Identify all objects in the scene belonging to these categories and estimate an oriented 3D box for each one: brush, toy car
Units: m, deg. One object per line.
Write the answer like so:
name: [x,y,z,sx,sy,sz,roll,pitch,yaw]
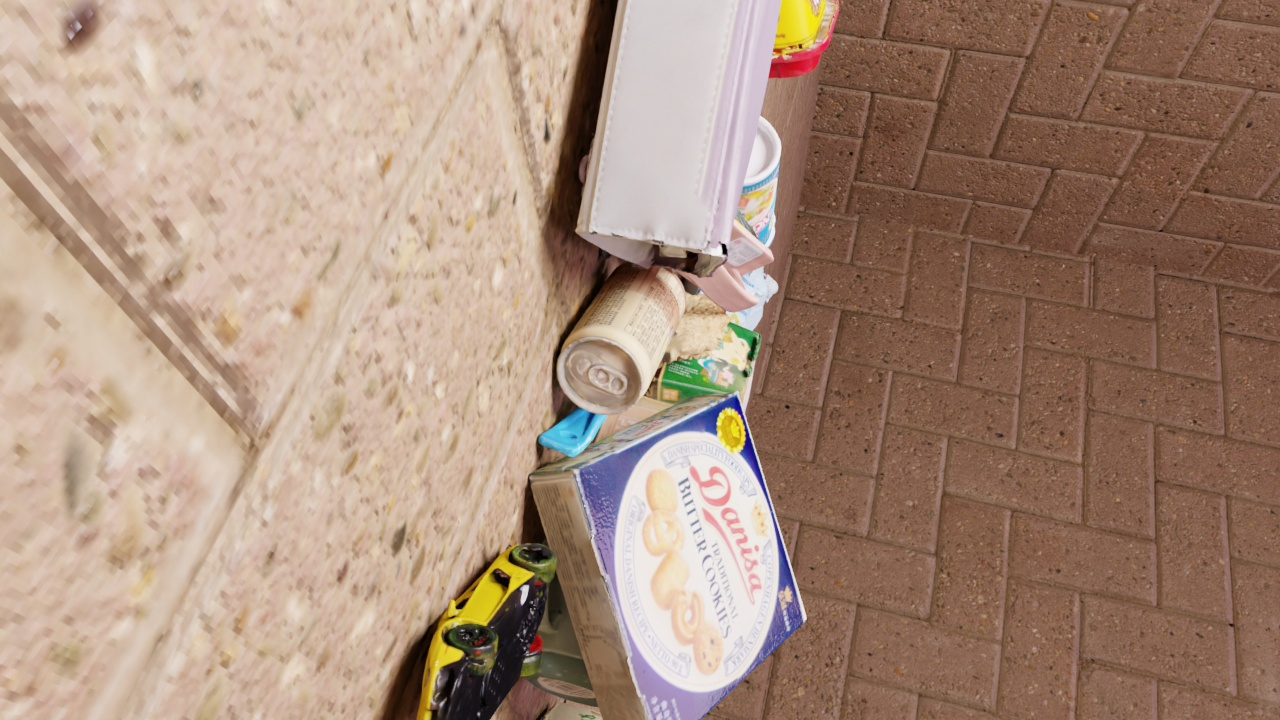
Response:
brush: [-0.004,0.004,0.655,0.253,0.083,0.046,-47,155,-56]
toy car: [-0.078,0.142,0.455,0.155,0.041,0.071,-48,149,-73]
brush: [0.050,-0.080,0.665,0.145,0.063,0.073,21,50,-65]

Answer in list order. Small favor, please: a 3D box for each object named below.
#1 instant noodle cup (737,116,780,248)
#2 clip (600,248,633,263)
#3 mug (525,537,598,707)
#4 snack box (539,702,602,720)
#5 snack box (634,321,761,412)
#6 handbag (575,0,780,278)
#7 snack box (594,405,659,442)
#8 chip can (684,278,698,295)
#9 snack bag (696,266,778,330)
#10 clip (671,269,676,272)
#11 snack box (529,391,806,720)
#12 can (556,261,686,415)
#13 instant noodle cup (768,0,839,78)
instant noodle cup: [0.070,-0.143,0.746,0.110,0.099,0.099,93,12,-68]
clip: [-0.014,-0.085,0.627,0.056,0.028,0.024,-81,179,-57]
mug: [-0.039,0.167,0.622,0.112,0.082,0.106,51,47,-42]
snack box: [-0.078,0.397,0.694,0.114,0.063,0.240,24,79,-79]
snack box: [0.043,0.022,0.797,0.118,0.106,0.118,92,15,-47]
handbag: [0.026,-0.153,0.524,0.145,0.098,0.197,11,90,-78]
snack box: [0.008,0.099,0.728,0.077,0.094,0.092,90,15,-51]
chip can: [0.068,-0.012,0.992,0.071,0.071,0.215,-17,118,-78]
snack bag: [0.073,-0.022,0.923,0.110,0.039,0.191,30,87,-42]
clip: [0.049,-0.135,0.865,0.076,0.034,0.103,-53,145,-62]
snack box: [0.026,0.129,0.610,0.182,0.046,0.178,-22,97,-48]
can: [-0.010,-0.018,0.594,0.116,0.058,0.059,-62,161,-56]
instant noodle cup: [0.084,-0.288,0.681,0.115,0.116,0.124,-67,154,-44]
